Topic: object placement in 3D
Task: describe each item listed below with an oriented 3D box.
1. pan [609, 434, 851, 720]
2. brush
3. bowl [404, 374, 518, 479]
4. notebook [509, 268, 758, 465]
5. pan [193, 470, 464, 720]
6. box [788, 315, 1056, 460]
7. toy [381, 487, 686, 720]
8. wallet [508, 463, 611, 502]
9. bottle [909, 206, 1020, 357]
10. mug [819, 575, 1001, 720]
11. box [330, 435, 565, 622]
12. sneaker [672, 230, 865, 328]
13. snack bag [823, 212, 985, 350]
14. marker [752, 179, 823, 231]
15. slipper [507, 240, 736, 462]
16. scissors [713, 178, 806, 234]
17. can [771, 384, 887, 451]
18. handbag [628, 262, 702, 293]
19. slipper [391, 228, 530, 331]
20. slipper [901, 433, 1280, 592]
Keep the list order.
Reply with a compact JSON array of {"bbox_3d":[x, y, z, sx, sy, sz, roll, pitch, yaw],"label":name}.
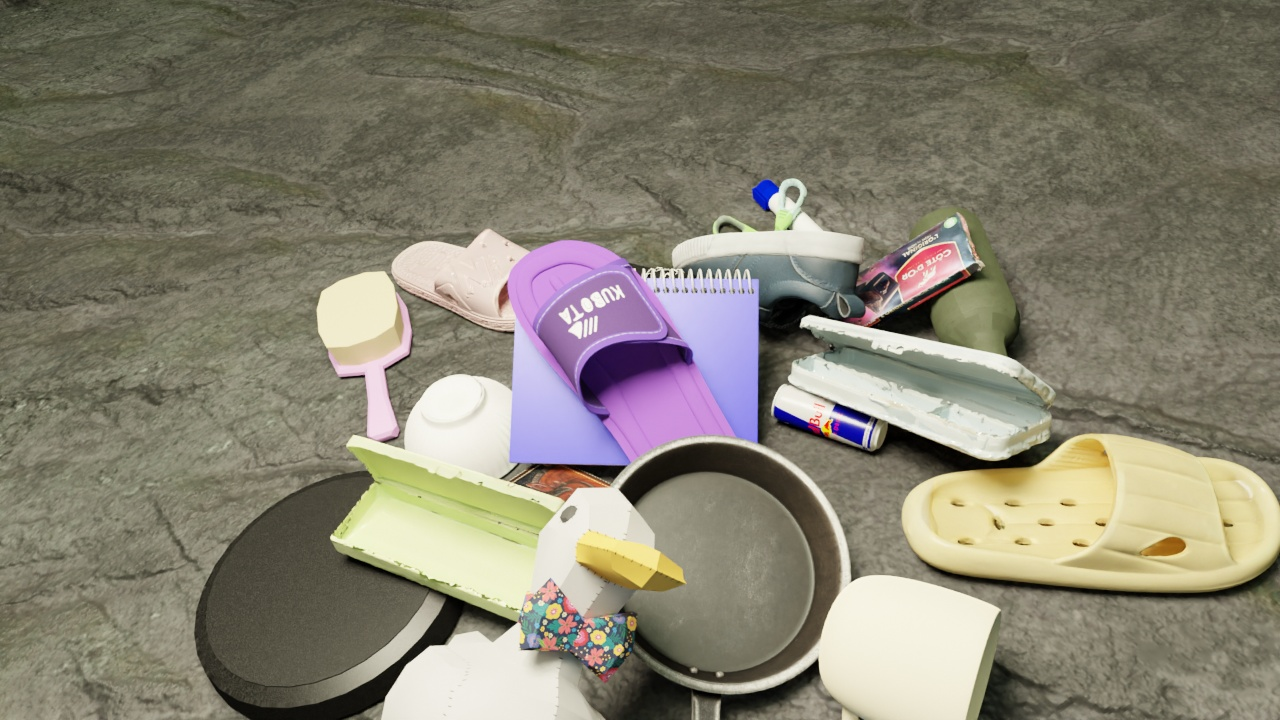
[{"bbox_3d":[0.046,0.214,0.617,0.187,0.055,0.356,10,61,-2],"label":"pan"},{"bbox_3d":[-0.279,-0.008,0.939,0.089,0.043,0.228,-19,44,-6],"label":"brush"},{"bbox_3d":[-0.162,0.055,0.832,0.118,0.062,0.117,-7,44,7],"label":"bowl"},{"bbox_3d":[-0.005,0.005,0.789,0.209,0.022,0.171,1,82,4],"label":"notebook"},{"bbox_3d":[-0.186,0.174,0.738,0.356,0.034,0.224,-7,44,8],"label":"pan"},{"bbox_3d":[0.222,0.030,0.748,0.216,0.122,0.083,17,80,51],"label":"box"},{"bbox_3d":[-0.077,0.206,0.571,0.247,0.141,0.267,-19,47,60],"label":"toy"},{"bbox_3d":[-0.052,0.122,0.755,0.123,0.019,0.072,21,34,31],"label":"wallet"},{"bbox_3d":[0.296,-0.053,0.826,0.071,0.071,0.206,-6,44,7],"label":"bottle"},{"bbox_3d":[0.165,0.200,0.589,0.100,0.096,0.120,14,90,29],"label":"mug"},{"bbox_3d":[-0.148,0.133,0.699,0.188,0.091,0.083,13,62,19],"label":"box"},{"bbox_3d":[0.117,-0.075,0.874,0.089,0.087,0.236,2,2,-35],"label":"sneaker"},{"bbox_3d":[0.234,-0.070,0.840,0.156,0.018,0.074,-33,35,29],"label":"snack bag"},{"bbox_3d":[0.165,-0.155,0.997,0.027,0.023,0.133,-22,44,-10],"label":"marker"},{"bbox_3d":[-0.010,0.005,0.732,0.107,0.084,0.266,-34,80,-2],"label":"slipper"},{"bbox_3d":[0.144,-0.132,0.963,0.159,0.025,0.171,-43,47,-12],"label":"scissors"},{"bbox_3d":[0.160,0.049,0.782,0.095,0.032,0.032,18,52,29],"label":"can"},{"bbox_3d":[-0.024,-0.061,0.881,0.154,0.115,0.124,12,48,29],"label":"handbag"},{"bbox_3d":[-0.181,-0.097,0.992,0.240,0.064,0.094,17,51,30],"label":"slipper"},{"bbox_3d":[0.323,0.104,0.656,0.262,0.079,0.111,-4,48,10],"label":"slipper"}]
